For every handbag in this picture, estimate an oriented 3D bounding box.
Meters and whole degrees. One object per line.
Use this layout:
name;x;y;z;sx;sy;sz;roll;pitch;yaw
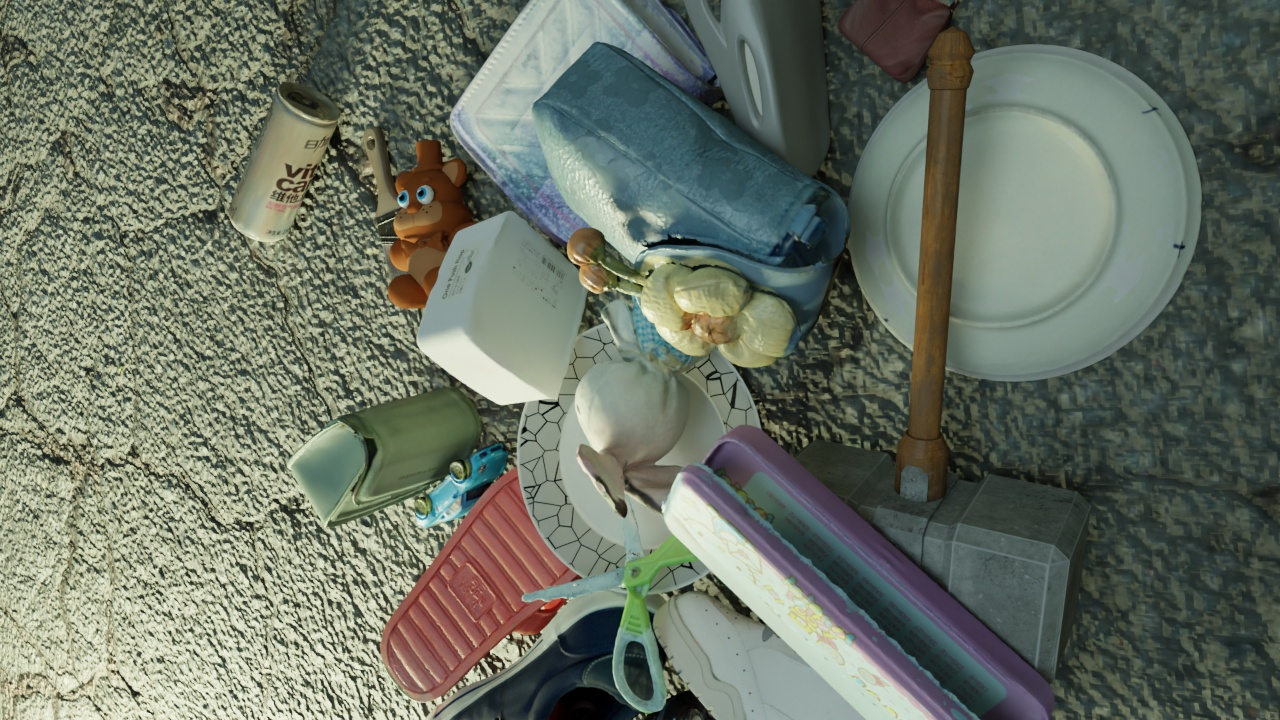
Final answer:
handbag;0.164;-0.214;0.495;0.055;0.029;0.120;47;115;15
handbag;-0.199;0.075;0.725;0.106;0.121;0.067;-41;76;31
handbag;0.018;-0.076;0.499;0.192;0.122;0.118;39;77;13
handbag;-0.036;-0.170;0.612;0.126;0.069;0.159;48;122;0

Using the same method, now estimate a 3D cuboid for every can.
can;-0.311;-0.169;0.796;0.054;0.054;0.136;47;120;18

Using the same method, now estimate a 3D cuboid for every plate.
plate;-0.002;0.065;0.639;0.189;0.016;0.188;-2;86;26
plate;0.193;-0.076;0.492;0.183;0.034;0.182;7;102;32

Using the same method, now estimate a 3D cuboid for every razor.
razor;0.016;0.299;0.667;0.064;0.052;0.141;33;117;22

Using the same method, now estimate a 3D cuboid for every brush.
brush;-0.205;-0.120;0.760;0.039;0.012;0.151;-12;92;35

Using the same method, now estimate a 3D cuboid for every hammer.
hammer;0.151;-0.004;0.477;0.163;0.082;0.318;10;112;32

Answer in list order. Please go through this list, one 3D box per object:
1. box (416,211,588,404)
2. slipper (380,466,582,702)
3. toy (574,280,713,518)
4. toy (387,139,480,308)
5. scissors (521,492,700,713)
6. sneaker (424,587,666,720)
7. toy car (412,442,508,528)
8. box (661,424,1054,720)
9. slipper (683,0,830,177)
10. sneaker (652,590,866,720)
box;-0.104;-0.031;0.645;0.091;0.102;0.107;-8;55;37
slipper;-0.106;0.167;0.718;0.249;0.059;0.103;-45;71;15
toy;-0.003;0.003;0.585;0.106;0.131;0.205;-11;70;45
toy;-0.161;-0.105;0.705;0.095;0.065;0.127;-7;90;28
scissors;-0.002;0.139;0.598;0.172;0.021;0.172;-20;69;17
sneaker;-0.086;0.286;0.666;0.120;0.127;0.295;32;121;-24
toy car;-0.142;0.104;0.737;0.106;0.048;0.032;-44;74;30
box;0.102;0.129;0.475;0.214;0.064;0.078;42;138;15
slipper;0.049;-0.231;0.522;0.081;0.112;0.266;-2;104;36
sneaker;0.119;0.209;0.572;0.236;0.090;0.104;40;94;32
